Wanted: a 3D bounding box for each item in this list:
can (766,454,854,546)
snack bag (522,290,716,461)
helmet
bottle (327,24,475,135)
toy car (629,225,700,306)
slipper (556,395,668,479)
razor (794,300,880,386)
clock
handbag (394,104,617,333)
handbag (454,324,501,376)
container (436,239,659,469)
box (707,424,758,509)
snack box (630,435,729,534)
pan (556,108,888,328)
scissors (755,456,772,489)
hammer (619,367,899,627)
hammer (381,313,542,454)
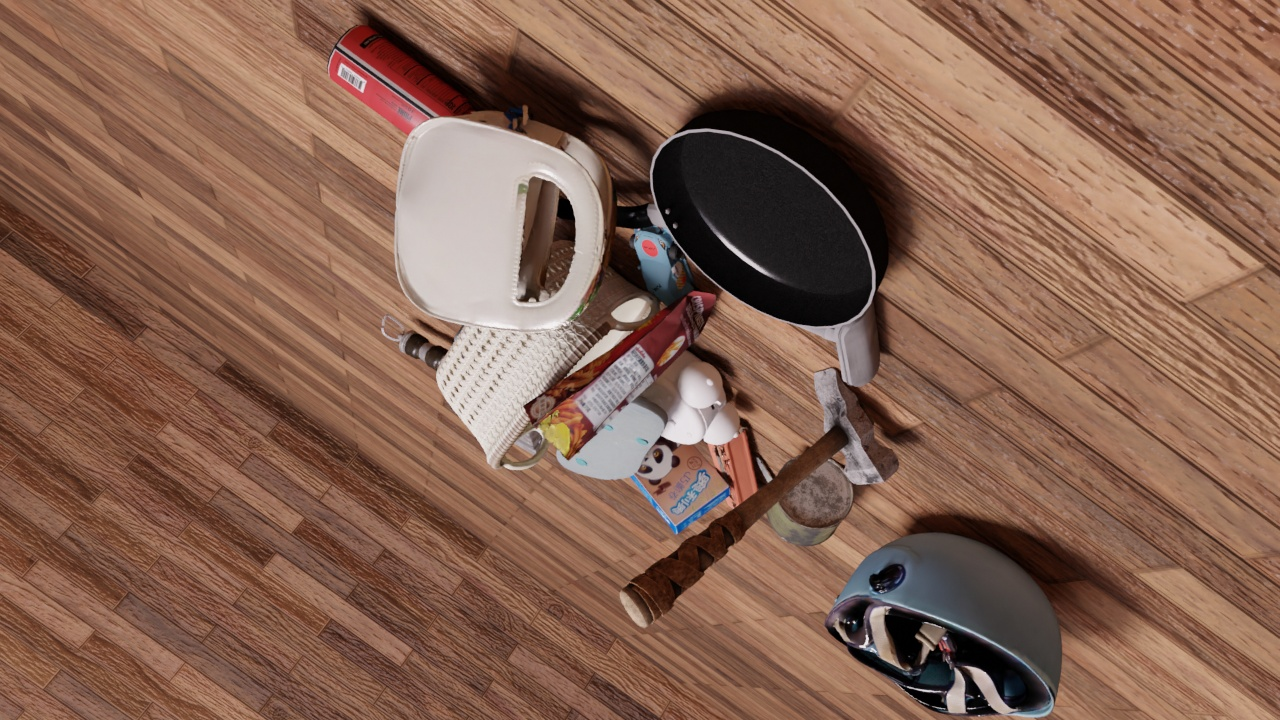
[{"bbox_3d":[0.196,0.164,1.069,0.090,0.089,0.075,30,157,13],"label":"can"},{"bbox_3d":[-0.007,0.012,0.875,0.066,0.208,0.139,52,178,15],"label":"snack bag"},{"bbox_3d":[0.337,0.277,0.996,0.225,0.166,0.266,38,159,-11],"label":"helmet"},{"bbox_3d":[-0.209,-0.244,0.876,0.176,0.062,0.062,36,157,-1],"label":"bottle"},{"bbox_3d":[0.021,-0.088,0.906,0.060,0.027,0.108,19,152,33],"label":"toy car"},{"bbox_3d":[-0.026,0.086,1.099,0.098,0.054,0.269,28,152,-9],"label":"slipper"},{"bbox_3d":[0.154,-0.034,0.818,0.116,0.047,0.088,28,157,35],"label":"razor"},{"bbox_3d":[0.033,0.044,1.069,0.161,0.072,0.125,15,145,42],"label":"clock"},{"bbox_3d":[-0.110,-0.122,0.816,0.200,0.092,0.201,19,113,19],"label":"handbag"},{"bbox_3d":[-0.139,0.001,1.181,0.192,0.121,0.119,33,167,6],"label":"handbag"},{"bbox_3d":[-0.103,-0.009,0.983,0.143,0.184,0.247,44,122,7],"label":"container"},{"bbox_3d":[0.124,0.138,1.163,0.056,0.059,0.187,-1,141,17],"label":"box"},{"bbox_3d":[0.035,0.138,1.181,0.151,0.087,0.034,49,165,28],"label":"snack box"},{"bbox_3d":[0.048,-0.124,0.775,0.356,0.044,0.204,16,149,44],"label":"pan"},{"bbox_3d":[0.185,0.180,1.210,0.142,0.014,0.175,5,140,55],"label":"scissors"},{"bbox_3d":[0.109,0.132,0.850,0.121,0.318,0.049,58,154,-4],"label":"hammer"},{"bbox_3d":[-0.277,0.020,1.446,0.326,0.079,0.177,27,155,19],"label":"hammer"}]
